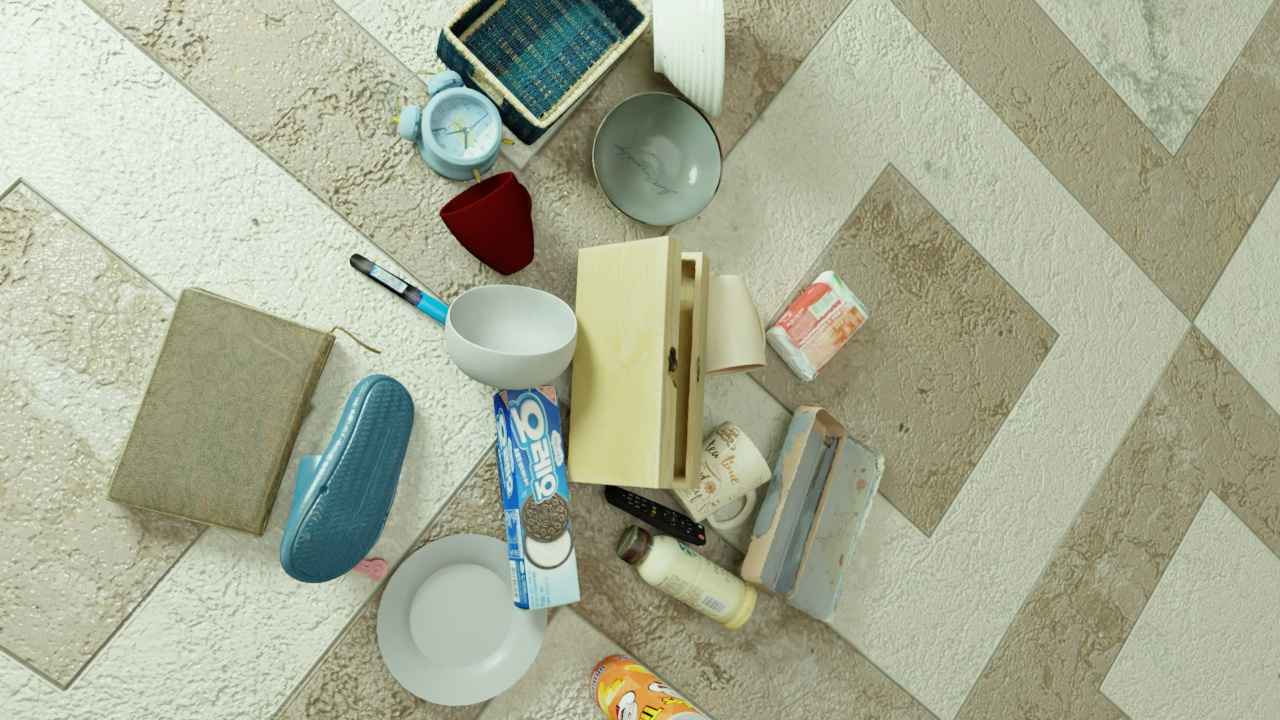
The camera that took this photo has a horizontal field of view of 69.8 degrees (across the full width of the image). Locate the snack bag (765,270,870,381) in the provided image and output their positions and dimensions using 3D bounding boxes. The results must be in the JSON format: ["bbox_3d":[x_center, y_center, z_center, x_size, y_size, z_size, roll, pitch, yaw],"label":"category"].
[{"bbox_3d":[0.209,-0.041,1.086,0.115,0.036,0.077,-46,102,-16],"label":"snack bag"}]

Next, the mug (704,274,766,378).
[{"bbox_3d":[0.102,-0.038,1.034,0.111,0.085,0.104,-1,80,-47],"label":"mug"}]

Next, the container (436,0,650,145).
[{"bbox_3d":[-0.103,-0.346,0.979,0.145,0.071,0.187,44,75,-12],"label":"container"}]

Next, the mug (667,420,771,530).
[{"bbox_3d":[0.090,0.142,1.028,0.097,0.081,0.122,-36,125,-10],"label":"mug"}]

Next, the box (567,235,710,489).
[{"bbox_3d":[-0.009,0.005,0.948,0.141,0.122,0.248,2,84,13],"label":"box"}]

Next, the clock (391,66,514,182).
[{"bbox_3d":[-0.197,-0.246,0.953,0.124,0.052,0.088,41,77,-11],"label":"clock"}]

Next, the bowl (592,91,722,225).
[{"bbox_3d":[0.013,-0.217,1.019,0.150,0.057,0.150,1,87,-18],"label":"bowl"}]

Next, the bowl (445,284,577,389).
[{"bbox_3d":[-0.132,-0.017,0.933,0.131,0.131,0.064,-2,126,-19],"label":"bowl"}]

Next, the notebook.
[{"bbox_3d":[-0.379,0.053,0.885,0.190,0.034,0.215,19,82,-17],"label":"notebook"}]

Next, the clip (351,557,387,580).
[{"bbox_3d":[-0.279,0.203,0.910,0.059,0.038,0.022,17,85,-13],"label":"clip"}]

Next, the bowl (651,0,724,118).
[{"bbox_3d":[0.048,-0.352,0.991,0.071,0.177,0.177,-3,88,0],"label":"bowl"}]

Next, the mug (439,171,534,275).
[{"bbox_3d":[-0.143,-0.143,0.961,0.088,0.087,0.113,61,39,-25],"label":"mug"}]

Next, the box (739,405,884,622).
[{"bbox_3d":[0.205,0.177,1.053,0.154,0.058,0.216,35,68,-34],"label":"box"}]

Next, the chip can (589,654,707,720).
[{"bbox_3d":[0.007,0.347,0.905,0.062,0.211,0.062,1,86,-19],"label":"chip can"}]

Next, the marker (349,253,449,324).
[{"bbox_3d":[-0.245,-0.073,0.948,0.123,0.015,0.018,33,74,-12],"label":"marker"}]

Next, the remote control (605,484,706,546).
[{"bbox_3d":[0.016,0.169,1.011,0.124,0.039,0.010,27,111,-11],"label":"remote control"}]

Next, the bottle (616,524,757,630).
[{"bbox_3d":[0.050,0.235,1.007,0.162,0.057,0.056,33,77,-14],"label":"bottle"}]

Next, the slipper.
[{"bbox_3d":[-0.284,0.114,0.895,0.104,0.059,0.213,45,56,-47],"label":"slipper"}]

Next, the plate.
[{"bbox_3d":[-0.183,0.265,0.947,0.172,0.019,0.172,1,87,-18],"label":"plate"}]

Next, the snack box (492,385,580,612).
[{"bbox_3d":[-0.109,0.140,0.946,0.059,0.059,0.226,-4,81,-25],"label":"snack box"}]
